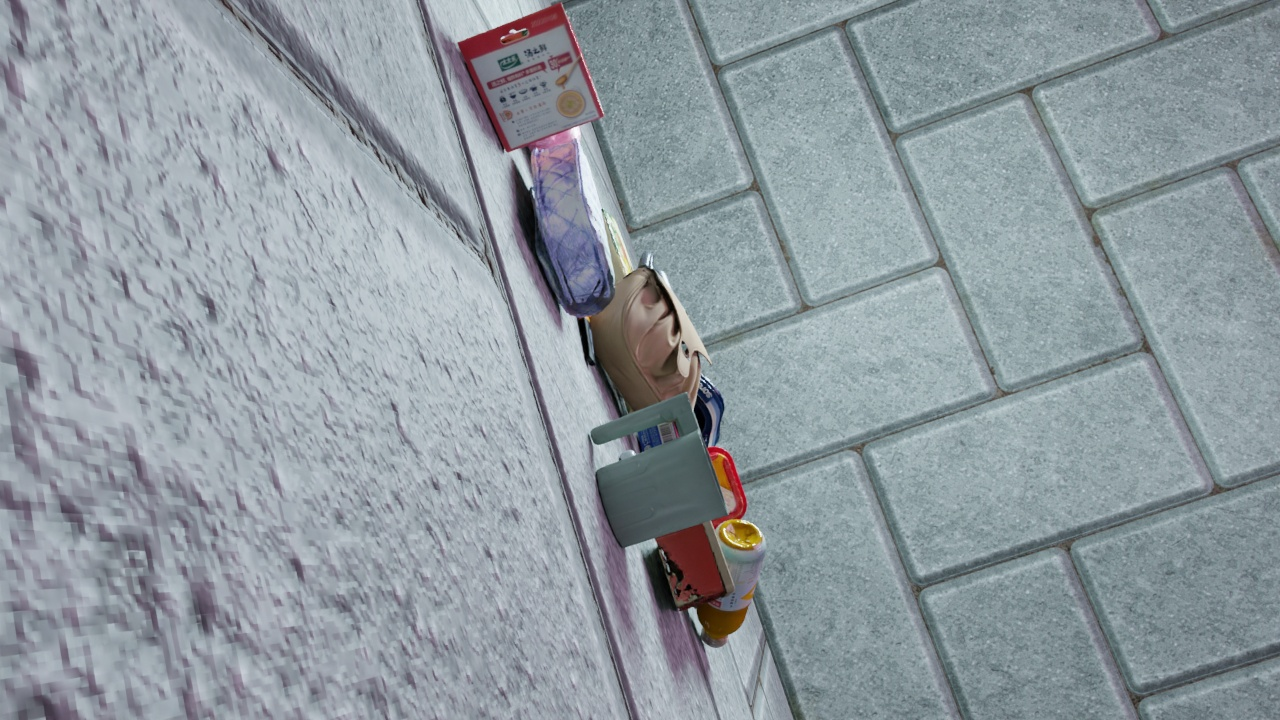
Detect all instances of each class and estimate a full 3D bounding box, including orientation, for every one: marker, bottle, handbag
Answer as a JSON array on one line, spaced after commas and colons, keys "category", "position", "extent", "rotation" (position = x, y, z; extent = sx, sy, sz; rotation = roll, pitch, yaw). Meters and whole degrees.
[{"category": "marker", "position": [-0.063, -0.036, 1.083], "extent": [0.123, 0.015, 0.018], "rotation": [-102, 167, -48]}, {"category": "bottle", "position": [0.110, 0.288, 1.162], "extent": [0.068, 0.068, 0.190], "rotation": [-103, -162, -55]}, {"category": "handbag", "position": [0.022, -0.016, 1.180], "extent": [0.204, 0.100, 0.147], "rotation": [55, 44, -41]}, {"category": "handbag", "position": [-0.079, -0.151, 1.009], "extent": [0.193, 0.075, 0.134], "rotation": [-101, 175, -54]}]

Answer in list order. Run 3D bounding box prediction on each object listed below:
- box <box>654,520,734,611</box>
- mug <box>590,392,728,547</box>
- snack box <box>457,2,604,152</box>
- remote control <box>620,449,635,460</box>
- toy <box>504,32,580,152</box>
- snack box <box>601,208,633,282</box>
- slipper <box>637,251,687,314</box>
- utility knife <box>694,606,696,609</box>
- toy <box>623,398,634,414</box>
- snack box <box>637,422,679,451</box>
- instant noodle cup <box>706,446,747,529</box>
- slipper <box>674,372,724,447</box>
[{"category": "box", "position": [0.052, 0.233, 1.022], "extent": [0.168, 0.079, 0.091], "rotation": [78, -6, -73]}, {"category": "mug", "position": [0.015, 0.103, 0.859], "extent": [0.084, 0.103, 0.123], "rotation": [59, 11, -67]}, {"category": "snack box", "position": [-0.112, -0.295, 0.948], "extent": [0.044, 0.113, 0.127], "rotation": [-101, 171, -52]}, {"category": "remote control", "position": [0.005, 0.152, 1.076], "extent": [0.136, 0.020, 0.055], "rotation": [63, 8, -58]}, {"category": "toy", "position": [-0.127, -0.320, 1.161], "extent": [0.178, 0.075, 0.194], "rotation": [-88, 155, -72]}, {"category": "snack box", "position": [-0.056, -0.165, 1.430], "extent": [0.240, 0.063, 0.114], "rotation": [-61, 131, -84]}, {"category": "slipper", "position": [0.032, -0.045, 1.465], "extent": [0.111, 0.083, 0.267], "rotation": [93, -2, -66]}, {"category": "utility knife", "position": [0.061, 0.282, 1.232], "extent": [0.151, 0.018, 0.031], "rotation": [-91, 163, -71]}, {"category": "toy", "position": [-0.008, 0.007, 1.266], "extent": [0.105, 0.066, 0.157], "rotation": [23, 58, -63]}, {"category": "snack box", "position": [0.045, 0.177, 1.234], "extent": [0.058, 0.057, 0.207], "rotation": [70, 3, -46]}, {"category": "instant noodle cup", "position": [0.085, 0.193, 1.373], "extent": [0.124, 0.116, 0.116], "rotation": [158, -87, -82]}, {"category": "slipper", "position": [0.060, 0.097, 1.367], "extent": [0.105, 0.095, 0.253], "rotation": [48, -20, 11]}]
